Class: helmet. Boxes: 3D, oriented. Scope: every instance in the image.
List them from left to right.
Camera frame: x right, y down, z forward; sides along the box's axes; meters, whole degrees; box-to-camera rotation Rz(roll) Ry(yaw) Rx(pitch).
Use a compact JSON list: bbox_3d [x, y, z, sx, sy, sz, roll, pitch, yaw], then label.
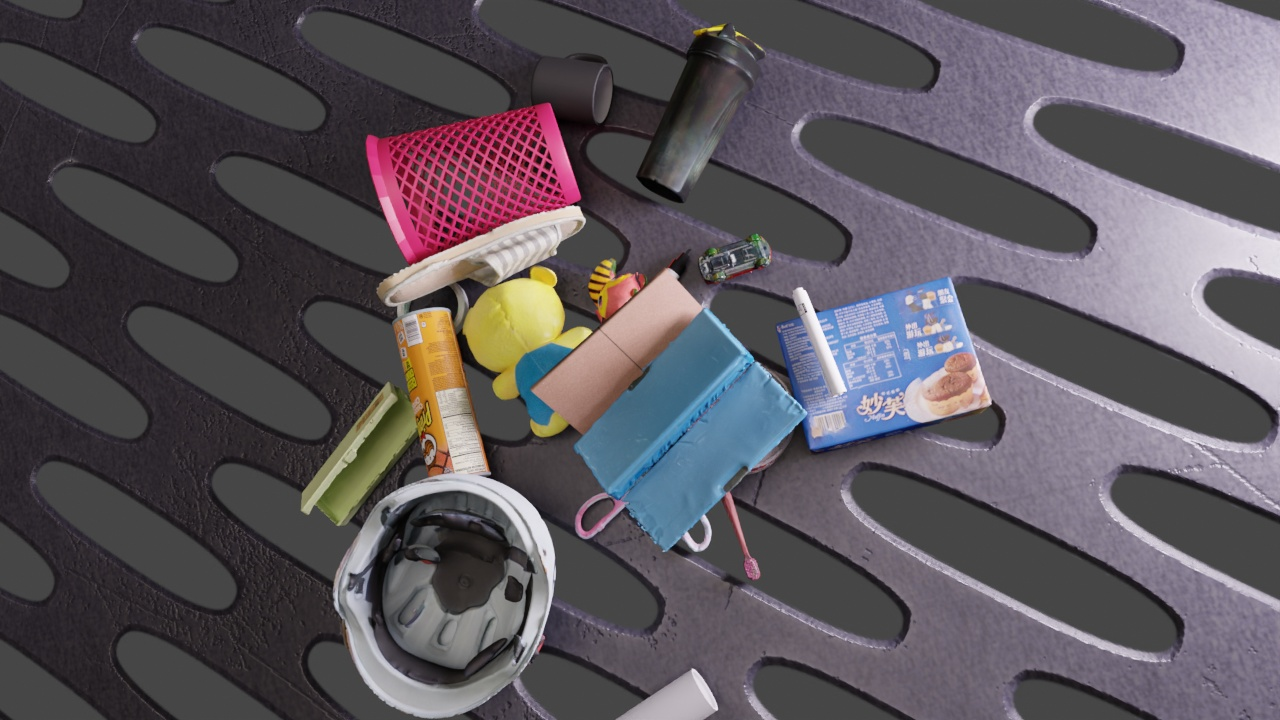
[{"bbox_3d":[-0.211,0.259,1.057,0.236,0.163,0.264,16,92,6],"label":"helmet"}]

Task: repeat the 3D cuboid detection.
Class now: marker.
[{"bbox_3d":[0.020,-0.082,1.155,0.019,0.019,0.145,35,87,16],"label":"marker"},{"bbox_3d":[0.199,-0.021,1.035,0.020,0.017,0.133,-34,68,42],"label":"marker"}]

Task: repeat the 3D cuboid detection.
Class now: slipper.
[{"bbox_3d":[-0.193,-0.122,1.143,0.272,0.114,0.054,-23,88,-10],"label":"slipper"}]

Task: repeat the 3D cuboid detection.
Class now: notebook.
[{"bbox_3d":[-0.006,0.006,1.082,0.209,0.141,0.008,-41,31,8],"label":"notebook"}]

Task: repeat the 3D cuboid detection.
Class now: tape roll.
[{"bbox_3d":[-0.274,-0.068,1.214,0.094,0.018,0.093,-2,78,11],"label":"tape roll"}]

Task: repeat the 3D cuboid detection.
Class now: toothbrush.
[{"bbox_3d":[0.103,0.168,1.086,0.016,0.016,0.189,-21,75,7],"label":"toothbrush"}]

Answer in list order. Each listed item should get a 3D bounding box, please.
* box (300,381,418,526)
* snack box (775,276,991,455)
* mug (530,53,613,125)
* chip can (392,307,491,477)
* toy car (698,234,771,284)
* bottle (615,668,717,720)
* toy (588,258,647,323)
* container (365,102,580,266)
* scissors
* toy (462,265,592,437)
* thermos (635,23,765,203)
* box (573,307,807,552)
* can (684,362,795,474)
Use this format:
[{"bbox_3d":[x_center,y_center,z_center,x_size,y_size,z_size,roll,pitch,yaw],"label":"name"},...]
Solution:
[{"bbox_3d":[-0.358,0.117,1.177,0.077,0.090,0.188,36,90,37],"label":"box"},{"bbox_3d":[0.275,0.009,1.057,0.203,0.069,0.155,-16,75,9],"label":"snack box"},{"bbox_3d":[-0.084,-0.367,1.214,0.088,0.078,0.113,13,54,14],"label":"mug"},{"bbox_3d":[-0.248,0.048,1.144,0.075,0.075,0.215,-17,81,8],"label":"chip can"},{"bbox_3d":[0.117,-0.123,1.134,0.091,0.036,0.042,-20,74,8],"label":"toy car"},{"bbox_3d":[-0.008,0.425,1.037,0.195,0.052,0.052,-35,74,3],"label":"bottle"},{"bbox_3d":[-0.032,-0.082,1.144,0.084,0.046,0.103,-63,38,21],"label":"toy"},{"bbox_3d":[-0.202,-0.229,1.161,0.226,0.183,0.183,-18,75,-1],"label":"container"},{"bbox_3d":[0.005,0.173,1.101,0.170,0.013,0.172,-41,78,3],"label":"scissors"},{"bbox_3d":[-0.130,-0.016,1.140,0.149,0.084,0.214,-36,75,-2],"label":"toy"},{"bbox_3d":[0.073,-0.313,1.157,0.098,0.098,0.221,27,89,16],"label":"thermos"},{"bbox_3d":[0.048,0.076,1.036,0.232,0.047,0.177,-47,62,10],"label":"box"},{"bbox_3d":[0.116,0.068,1.081,0.130,0.044,0.129,-1,75,3],"label":"can"}]
